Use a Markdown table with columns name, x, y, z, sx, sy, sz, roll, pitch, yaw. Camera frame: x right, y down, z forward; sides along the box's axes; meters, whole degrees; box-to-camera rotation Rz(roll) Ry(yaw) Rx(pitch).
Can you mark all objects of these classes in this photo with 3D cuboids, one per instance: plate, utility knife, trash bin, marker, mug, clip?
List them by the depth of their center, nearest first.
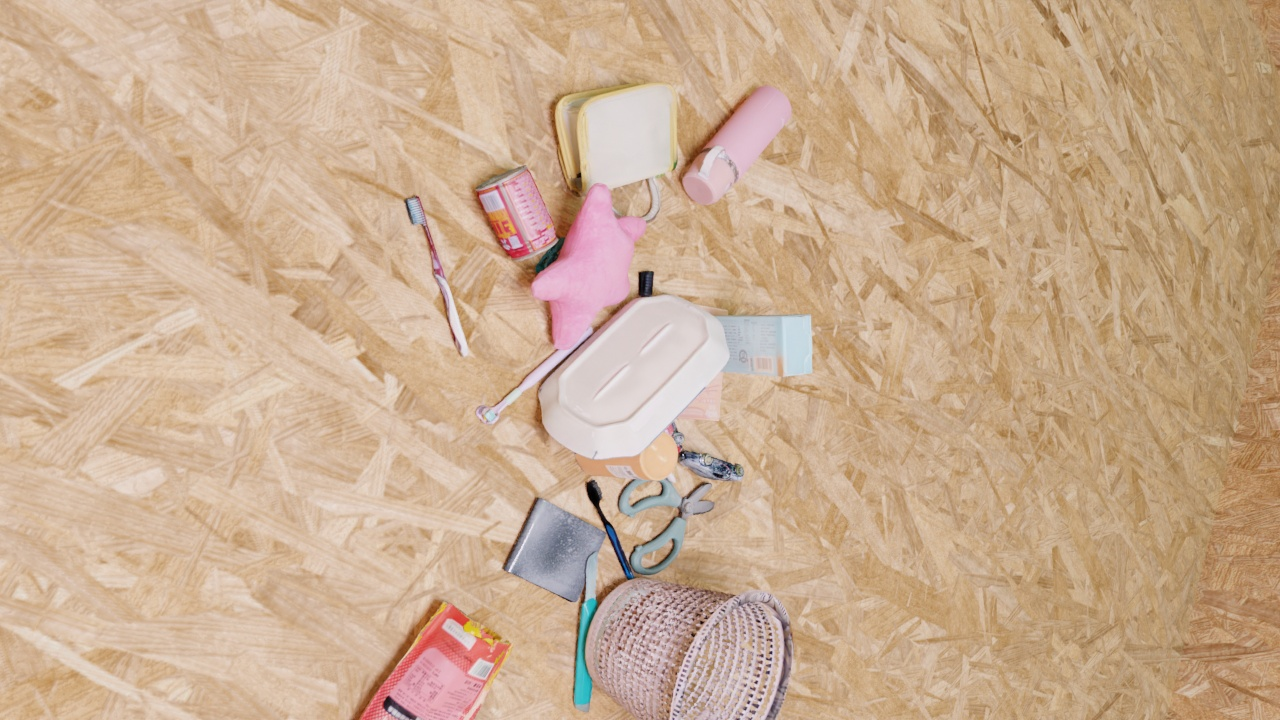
| name | x | y | z | sx | sy | sz | roll | pitch | yaw |
| --- | --- | --- | --- | --- | --- | --- | --- | --- | --- |
| plate | -0.007 | 0.007 | 1.112 | 0.265 | 0.162 | 0.034 | -43 | 152 | -27 |
| clip | -0.107 | -0.127 | 1.113 | 0.014 | 0.048 | 0.056 | 46 | 60 | -29 |
| mug | -0.015 | 0.111 | 1.127 | 0.078 | 0.123 | 0.078 | -2 | 93 | -38 |
| trash bin | 0.047 | 0.366 | 1.128 | 0.226 | 0.192 | 0.227 | -12 | 107 | -45 |
| utility knife | -0.067 | 0.345 | 1.161 | 0.029 | 0.013 | 0.209 | 2 | 94 | -41 |
| marker | 0.004 | -0.053 | 1.205 | 0.022 | 0.018 | 0.130 | 6 | 88 | -13 |

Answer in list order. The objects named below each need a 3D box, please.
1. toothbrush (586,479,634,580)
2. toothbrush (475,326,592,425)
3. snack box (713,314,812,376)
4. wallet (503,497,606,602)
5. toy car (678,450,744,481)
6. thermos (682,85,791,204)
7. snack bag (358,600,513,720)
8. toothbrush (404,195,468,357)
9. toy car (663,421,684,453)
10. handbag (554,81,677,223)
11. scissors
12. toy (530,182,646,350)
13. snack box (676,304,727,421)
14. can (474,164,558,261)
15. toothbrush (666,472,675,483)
| name | x | y | z | sx | sy | sz | roll | pitch | yaw |
| --- | --- | --- | --- | --- | --- | --- | --- | --- | --- |
| toothbrush | -0.031 | 0.235 | 1.190 | 0.016 | 0.014 | 0.189 | -52 | 125 | -55 |
| toothbrush | -0.122 | 0.013 | 1.106 | 0.188 | 0.029 | 0.021 | -43 | 157 | -31 |
| snack box | 0.145 | -0.022 | 1.182 | 0.051 | 0.175 | 0.074 | -5 | 95 | -34 |
| wallet | -0.103 | 0.235 | 1.131 | 0.121 | 0.019 | 0.097 | 36 | 72 | -35 |
| toy car | 0.096 | 0.148 | 1.265 | 0.105 | 0.049 | 0.031 | 23 | 74 | -36 |
| thermos | 0.133 | -0.300 | 1.257 | 0.067 | 0.087 | 0.198 | 33 | 63 | 13 |
| snack bag | -0.234 | 0.378 | 1.006 | 0.128 | 0.073 | 0.207 | 41 | 72 | -27 |
| toothbrush | -0.226 | -0.091 | 1.022 | 0.017 | 0.016 | 0.187 | -22 | 105 | -28 |
| toy car | 0.017 | 0.071 | 1.196 | 0.045 | 0.053 | 0.120 | -29 | 108 | -19 |
| handbag | -0.027 | -0.253 | 1.155 | 0.163 | 0.063 | 0.179 | -24 | 121 | -35 |
| scissors | 0.039 | 0.225 | 1.243 | 0.177 | 0.019 | 0.169 | 6 | 87 | -39 |
| toy | -0.058 | -0.101 | 1.107 | 0.194 | 0.075 | 0.178 | -61 | 150 | -5 |
| snack box | 0.077 | 0.003 | 1.258 | 0.084 | 0.026 | 0.157 | 7 | 87 | -39 |
| can | -0.140 | -0.168 | 1.053 | 0.066 | 0.067 | 0.094 | -37 | 113 | -32 |
| toothbrush | -0.005 | 0.097 | 1.196 | 0.016 | 0.016 | 0.180 | -43 | 112 | -19 |
